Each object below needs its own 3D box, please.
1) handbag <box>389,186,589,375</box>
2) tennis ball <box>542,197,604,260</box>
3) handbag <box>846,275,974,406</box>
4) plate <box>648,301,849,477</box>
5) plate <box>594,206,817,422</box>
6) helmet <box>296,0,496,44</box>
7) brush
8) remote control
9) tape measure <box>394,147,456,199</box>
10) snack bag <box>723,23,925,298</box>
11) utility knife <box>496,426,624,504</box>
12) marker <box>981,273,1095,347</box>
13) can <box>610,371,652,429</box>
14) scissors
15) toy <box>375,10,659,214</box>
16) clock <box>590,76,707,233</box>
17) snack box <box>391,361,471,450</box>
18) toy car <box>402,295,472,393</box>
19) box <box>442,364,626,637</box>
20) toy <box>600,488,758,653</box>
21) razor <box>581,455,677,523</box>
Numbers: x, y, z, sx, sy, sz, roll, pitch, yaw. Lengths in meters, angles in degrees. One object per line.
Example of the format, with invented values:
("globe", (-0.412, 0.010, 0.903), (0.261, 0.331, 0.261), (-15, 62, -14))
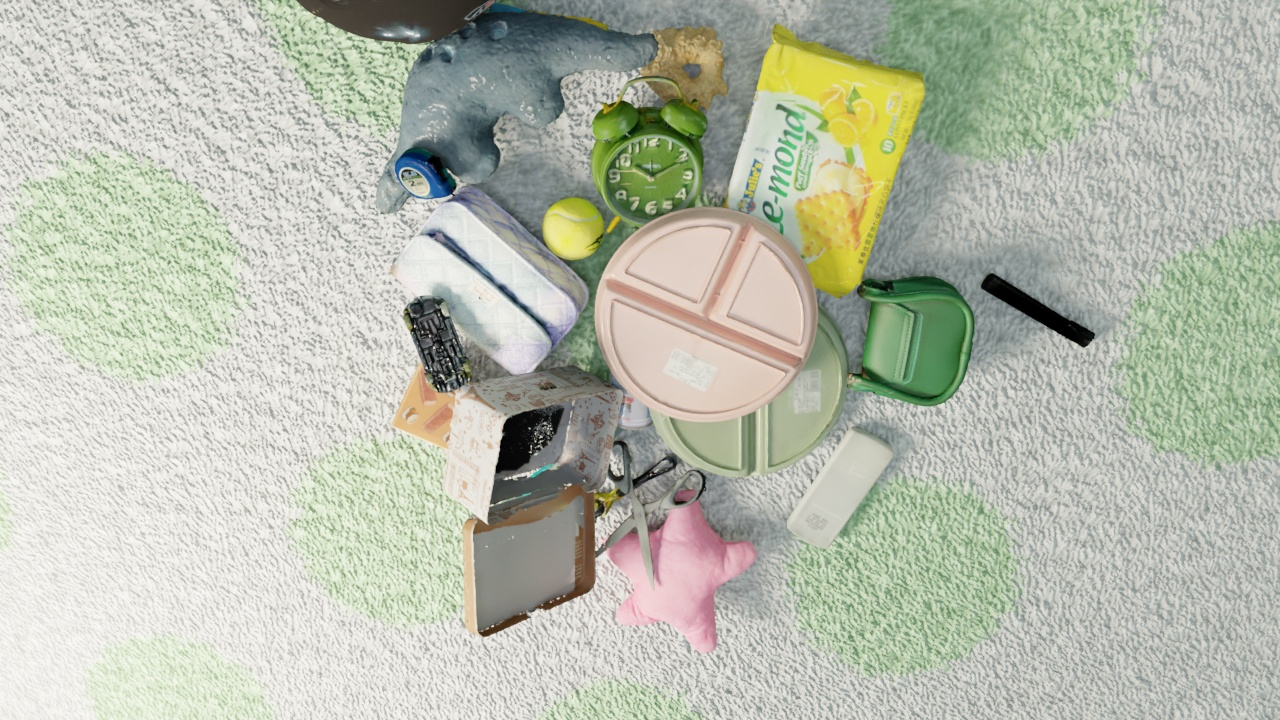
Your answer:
("handbag", (-0.162, -0.081, 0.984), (0.194, 0.075, 0.134), (40, 121, -7))
("tennis ball", (-0.071, -0.139, 0.966), (0.065, 0.065, 0.065), (2, 109, 4))
("handbag", (0.284, -0.021, 0.972), (0.120, 0.068, 0.131), (3, 110, 1))
("plate", (0.121, 0.027, 1.001), (0.230, 0.027, 0.230), (-3, 110, -7))
("plate", (0.066, -0.040, 0.935), (0.229, 0.028, 0.230), (1, 108, 3))
("helmet", (-0.217, -0.393, 0.799), (0.275, 0.232, 0.231), (40, 152, 5))
("brush", (-0.031, -0.316, 0.921), (0.255, 0.045, 0.083), (16, 113, 4))
("remote control", (0.229, 0.148, 1.060), (0.058, 0.021, 0.150), (29, 108, -5))
("tape measure", (-0.215, -0.186, 0.912), (0.058, 0.025, 0.054), (1, 136, 34))
("snack bag", (0.174, -0.193, 0.925), (0.158, 0.068, 0.247), (15, 110, 0))
("utility knife", (-0.094, 0.124, 1.085), (0.193, 0.013, 0.029), (-37, 102, 15))
("marker", (0.422, -0.053, 0.975), (0.132, 0.022, 0.020), (29, 72, -5))
("can", (-0.006, 0.006, 1.016), (0.053, 0.053, 0.135), (5, 109, 3))
("scissors", (0.005, 0.176, 1.056), (0.160, 0.014, 0.177), (-13, 85, 21))
("toy", (-0.158, -0.264, 0.914), (0.357, 0.091, 0.138), (-27, 109, 23))
("clock", (0.009, -0.205, 0.919), (0.116, 0.056, 0.161), (-4, 125, -5))
("snack box", (-0.212, 0.060, 1.019), (0.094, 0.093, 0.077), (23, 80, -3))
("toy car", (-0.213, -0.018, 0.963), (0.049, 0.031, 0.105), (-20, 97, -10))
("box", (-0.120, 0.149, 0.991), (0.088, 0.177, 0.262), (25, 114, 37))
("toy", (0.037, 0.239, 1.083), (0.178, 0.074, 0.195), (21, 106, 8))
("razor", (-0.017, 0.150, 1.083), (0.143, 0.022, 0.042), (-32, 77, 13))
